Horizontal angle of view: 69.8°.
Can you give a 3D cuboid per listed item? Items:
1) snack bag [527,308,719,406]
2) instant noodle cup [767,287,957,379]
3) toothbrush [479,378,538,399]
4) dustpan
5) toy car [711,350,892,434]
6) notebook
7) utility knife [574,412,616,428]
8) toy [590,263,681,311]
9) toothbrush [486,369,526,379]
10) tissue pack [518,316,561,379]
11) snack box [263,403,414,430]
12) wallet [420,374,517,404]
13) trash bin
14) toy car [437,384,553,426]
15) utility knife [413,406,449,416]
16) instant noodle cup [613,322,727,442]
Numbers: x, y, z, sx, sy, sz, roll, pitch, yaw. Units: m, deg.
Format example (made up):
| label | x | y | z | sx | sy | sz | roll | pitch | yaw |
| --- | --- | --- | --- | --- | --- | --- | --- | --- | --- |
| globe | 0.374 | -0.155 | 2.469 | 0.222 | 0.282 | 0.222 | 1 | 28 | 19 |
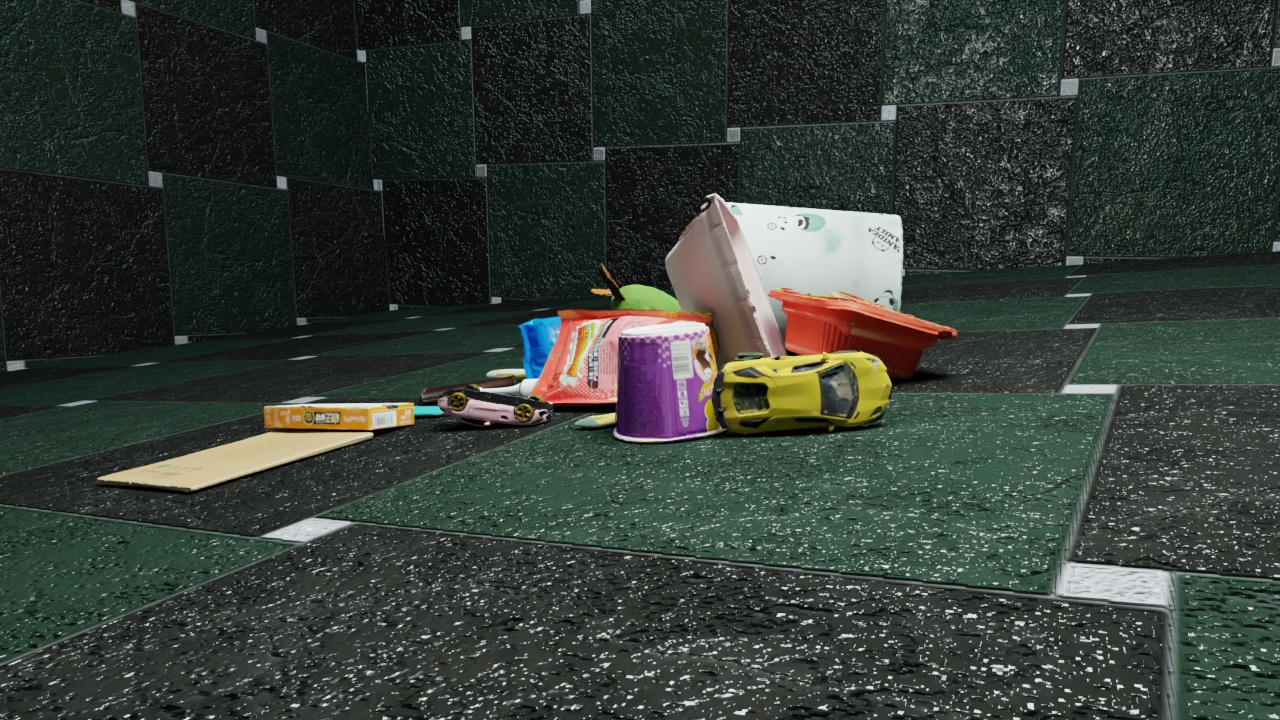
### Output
| label | x | y | z | sx | sy | sz | roll | pitch | yaw |
| --- | --- | --- | --- | --- | --- | --- | --- | --- | --- |
| snack bag | -0.023 | -0.004 | 1.006 | 0.208 | 0.128 | 0.073 | -3 | -31 | 33 |
| instant noodle cup | 0.242 | -0.032 | 1.035 | 0.164 | 0.079 | 0.189 | 12 | 4 | -17 |
| toothbrush | -0.112 | 0.035 | 1.098 | 0.221 | 0.026 | 0.026 | -3 | 35 | 20 |
| dustpan | 0.132 | -0.075 | 1.022 | 0.138 | 0.222 | 0.274 | -20 | 4 | -16 |
| toy car | 0.140 | 0.027 | 0.799 | 0.156 | 0.071 | 0.041 | -3 | 6 | 9 |
| notebook | -0.391 | 0.095 | 0.902 | 0.148 | 0.008 | 0.207 | -1 | 8 | 31 |
| utility knife | 0.012 | 0.053 | 0.933 | 0.164 | 0.018 | 0.031 | -4 | 12 | -28 |
| toy | 0.018 | -0.061 | 1.372 | 0.227 | 0.090 | 0.246 | 35 | 2 | 19 |
| toothbrush | -0.132 | 0.019 | 1.278 | 0.192 | 0.016 | 0.018 | -2 | 17 | 20 |
| tissue pack | -0.090 | -0.012 | 1.186 | 0.156 | 0.095 | 0.052 | -12 | 4 | -42 |
| snack box | -0.334 | 0.061 | 1.017 | 0.154 | 0.026 | 0.075 | -2 | 0 | 25 |
| wallet | -0.223 | 0.036 | 1.198 | 0.122 | 0.020 | 0.096 | -8 | 3 | -11 |
| trash bin | 0.236 | -0.116 | 1.310 | 0.252 | 0.229 | 0.229 | 1 | 9 | 10 |
| toy car | -0.153 | 0.052 | 0.968 | 0.122 | 0.037 | 0.056 | 8 | 12 | 7 |
| utility knife | -0.309 | 0.061 | 1.079 | 0.205 | 0.013 | 0.029 | -1 | 10 | 13 |
| instant noodle cup | 0.025 | 0.017 | 0.853 | 0.111 | 0.099 | 0.111 | -6 | 6 | 0 |
